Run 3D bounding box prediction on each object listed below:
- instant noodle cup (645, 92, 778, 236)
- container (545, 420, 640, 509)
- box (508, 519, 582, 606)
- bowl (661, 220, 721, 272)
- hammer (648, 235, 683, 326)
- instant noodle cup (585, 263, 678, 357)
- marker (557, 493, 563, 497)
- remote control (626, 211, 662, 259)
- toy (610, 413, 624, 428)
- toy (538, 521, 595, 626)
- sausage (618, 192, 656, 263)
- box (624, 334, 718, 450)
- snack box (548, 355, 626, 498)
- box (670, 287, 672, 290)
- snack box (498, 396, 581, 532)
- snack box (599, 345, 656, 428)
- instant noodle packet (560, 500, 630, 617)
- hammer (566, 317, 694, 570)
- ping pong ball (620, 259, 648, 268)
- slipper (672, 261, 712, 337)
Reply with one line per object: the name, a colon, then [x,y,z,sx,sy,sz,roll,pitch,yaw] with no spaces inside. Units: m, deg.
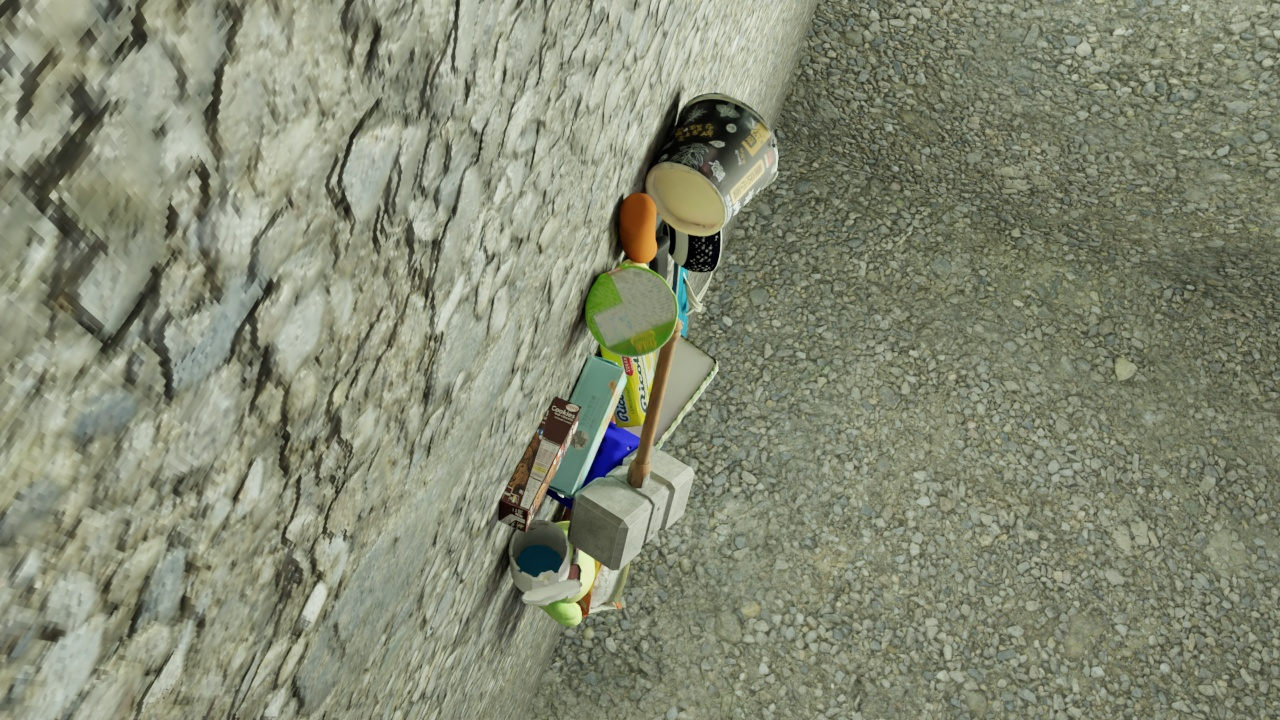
instant noodle cup: [0.077,-0.215,1.052,0.112,0.137,0.137,-56,170,-29]
container: [-0.060,0.143,1.241,0.085,0.084,0.114,9,106,-63]
box: [-0.116,0.257,1.117,0.156,0.084,0.125,99,-19,-61]
bowl: [0.067,-0.186,1.332,0.120,0.066,0.120,173,-89,-77]
hammer: [0.021,-0.084,1.406,0.126,0.029,0.324,-38,158,-21]
instant noodle cup: [-0.007,-0.063,1.016,0.108,0.099,0.099,-80,-170,-76]
marker: [-0.111,0.197,1.418,0.133,0.020,0.017,-35,137,-81]
remote control: [0.010,-0.165,1.165,0.033,0.015,0.146,107,7,-45]
toy: [-0.053,0.064,1.325,0.128,0.065,0.094,83,25,-58]
toy: [-0.121,0.316,1.385,0.197,0.107,0.149,93,-1,-49]
sausage: [-0.002,-0.139,1.007,0.164,0.039,0.044,81,31,-81]
box: [0.020,0.053,1.419,0.205,0.117,0.051,-54,169,-9]
snack box: [-0.073,0.085,1.156,0.075,0.053,0.174,81,31,-77]
box: [0.031,-0.098,1.581,0.209,0.037,0.064,-41,155,-80]
snack box: [-0.108,0.111,0.996,0.051,0.032,0.140,105,8,-54]
snack box: [-0.008,0.008,1.297,0.180,0.045,0.121,-58,139,-70]
instant noodle packet: [-0.081,0.284,1.519,0.164,0.083,0.221,45,-48,52]
hammer: [0.010,0.085,1.110,0.162,0.083,0.318,-31,141,-49]
ping pong ball: [-0.009,-0.102,1.095,0.040,0.040,0.040,25,87,-85]
slipper: [0.087,-0.131,1.576,0.295,0.060,0.118,89,13,-47]
